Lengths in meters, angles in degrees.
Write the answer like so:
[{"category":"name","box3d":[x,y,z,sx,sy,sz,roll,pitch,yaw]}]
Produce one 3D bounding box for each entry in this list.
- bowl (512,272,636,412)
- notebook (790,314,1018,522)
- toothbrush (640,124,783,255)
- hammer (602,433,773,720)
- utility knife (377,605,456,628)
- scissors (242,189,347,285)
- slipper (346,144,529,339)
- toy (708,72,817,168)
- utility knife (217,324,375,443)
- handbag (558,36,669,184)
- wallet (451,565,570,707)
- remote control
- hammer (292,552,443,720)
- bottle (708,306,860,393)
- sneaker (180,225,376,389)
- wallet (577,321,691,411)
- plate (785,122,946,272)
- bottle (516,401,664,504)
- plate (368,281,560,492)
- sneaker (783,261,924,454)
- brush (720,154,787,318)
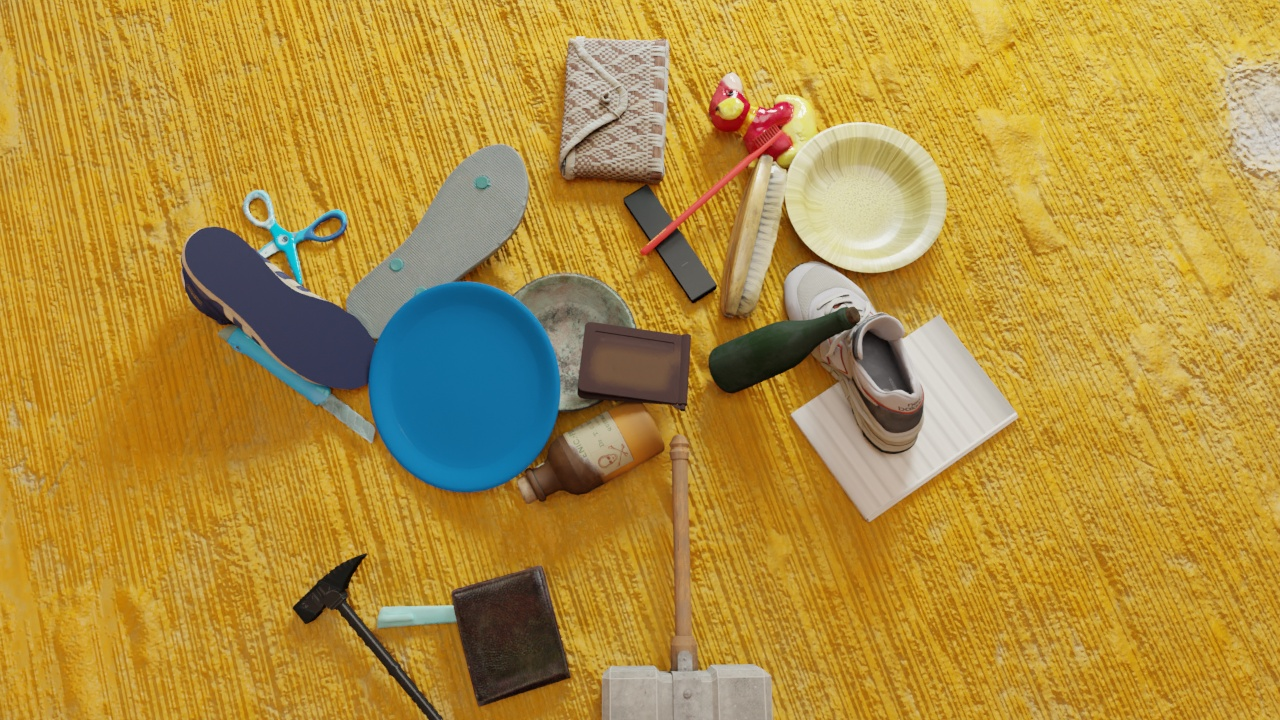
[{"category":"bowl","box3d":[-0.082,-0.017,1.018,0.157,0.038,0.157,0,76,-1]},{"category":"notebook","box3d":[0.293,0.062,1.017,0.209,0.009,0.142,-33,78,-8]},{"category":"toothbrush","box3d":[0.078,-0.195,1.045,0.212,0.012,0.018,-41,104,1]},{"category":"hammer","box3d":[0.043,0.232,0.933,0.163,0.083,0.317,-1,76,-1]},{"category":"utility knife","box3d":[-0.192,0.265,0.957,0.166,0.015,0.022,-3,89,0]},{"category":"scissors","box3d":[-0.405,-0.148,1.062,0.139,0.011,0.134,-22,75,-5]},{"category":"slipper","box3d":[-0.219,-0.126,1.046,0.098,0.055,0.269,42,90,7]},{"category":"toy","box3d":[0.144,-0.274,1.080,0.137,0.067,0.105,21,79,-8]},{"category":"utility knife","box3d":[-0.379,0.023,1.017,0.221,0.015,0.031,35,79,11]},{"category":"handbag","box3d":[-0.030,-0.300,1.087,0.124,0.047,0.185,3,76,-1]},{"category":"wallet","box3d":[-0.133,0.281,0.943,0.099,0.031,0.120,-15,84,-8]},{"category":"remote control","box3d":[0.033,-0.136,1.062,0.034,0.013,0.150,-32,78,-4]},{"category":"hammer","box3d":[-0.218,0.341,0.931,0.095,0.015,0.325,-44,83,7]},{"category":"bottle","box3d":[0.152,-0.017,0.959,0.055,0.175,0.055,24,54,-38]},{"category":"sneaker","box3d":[-0.407,-0.046,1.011,0.233,0.119,0.091,41,64,-26]},{"category":"wallet","box3d":[-0.006,0.005,0.972,0.115,0.018,0.091,6,59,-1]},{"category":"plate","box3d":[0.257,-0.183,1.065,0.184,0.036,0.184,0,76,-1]},{"category":"bottle","box3d":[-0.057,0.103,0.973,0.157,0.068,0.068,-28,78,-7]},{"category":"plate","box3d":[-0.188,0.028,0.986,0.225,0.024,0.224,0,91,16]},{"category":"sneaker","box3d":[0.234,-0.024,0.971,0.089,0.124,0.239,-26,72,-7]},{"category":"brush","box3d":[0.128,-0.140,1.040,0.043,0.059,0.195,15,80,-8]}]
